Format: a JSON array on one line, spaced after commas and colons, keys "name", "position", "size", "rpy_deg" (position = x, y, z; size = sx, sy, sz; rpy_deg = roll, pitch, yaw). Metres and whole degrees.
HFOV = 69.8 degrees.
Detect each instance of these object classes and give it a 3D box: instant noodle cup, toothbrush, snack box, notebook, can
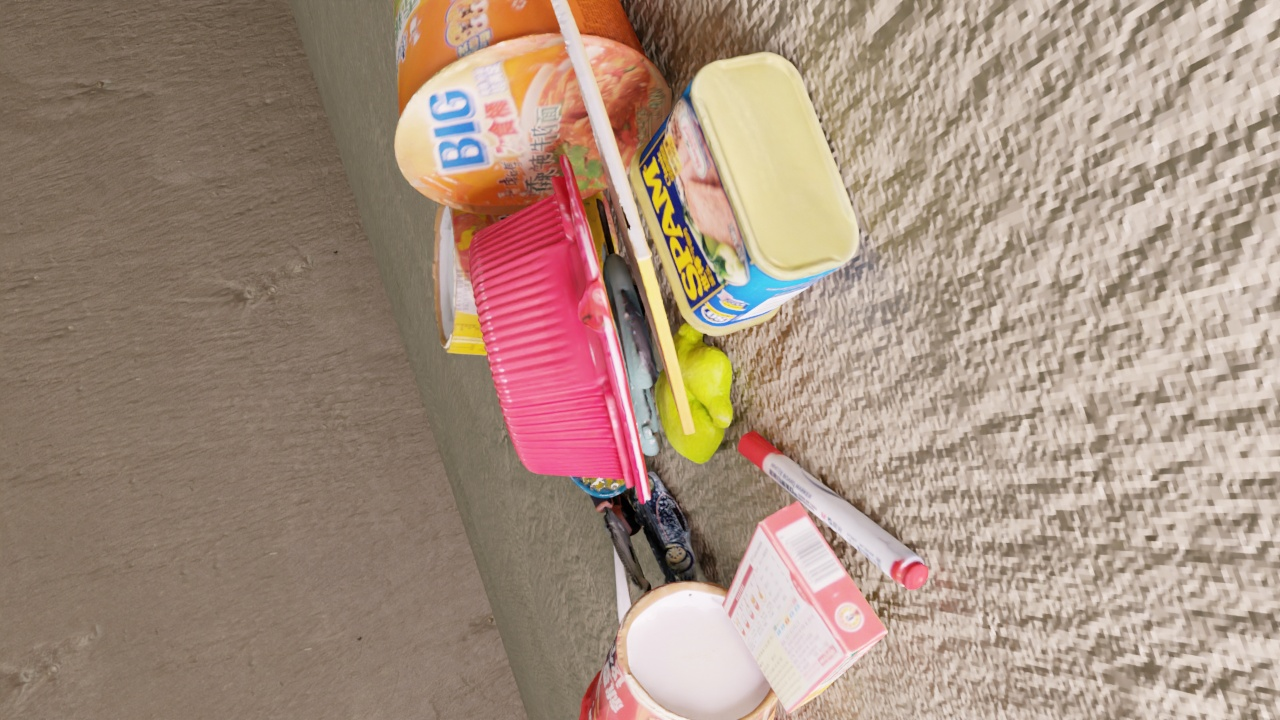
[{"name": "instant noodle cup", "position": [-0.089, -0.062, 0.661], "size": [0.138, 0.109, 0.138], "rpy_deg": [178, 90, -70]}, {"name": "instant noodle cup", "position": [-0.046, -0.010, 0.502], "size": [0.194, 0.066, 0.194], "rpy_deg": [162, 94, -88]}, {"name": "toothbrush", "position": [-0.019, 0.216, 0.925], "size": [0.016, 0.016, 0.180], "rpy_deg": [41, 145, 47]}, {"name": "snack box", "position": [0.084, 0.143, 0.510], "size": [0.077, 0.027, 0.156], "rpy_deg": [57, 162, 25]}, {"name": "notebook", "position": [-0.004, -0.060, 0.462], "size": [0.206, 0.010, 0.145], "rpy_deg": [71, -178, -66]}, {"name": "instant noodle cup", "position": [0.029, 0.223, 0.617], "size": [0.138, 0.137, 0.109], "rpy_deg": [55, 148, 41]}, {"name": "can", "position": [0.043, -0.071, 0.407], "size": [0.102, 0.057, 0.083], "rpy_deg": [70, 160, 7]}, {"name": "instant noodle cup", "position": [-0.069, -0.169, 0.513], "size": [0.152, 0.151, 0.111], "rpy_deg": [114, 143, -64]}]

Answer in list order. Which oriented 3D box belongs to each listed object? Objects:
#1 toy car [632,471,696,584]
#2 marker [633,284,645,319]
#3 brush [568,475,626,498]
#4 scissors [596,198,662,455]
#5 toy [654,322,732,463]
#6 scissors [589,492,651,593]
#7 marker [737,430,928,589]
[{"name": "toy car", "position": [0.021, 0.133, 0.703], "size": [0.049, 0.031, 0.105], "rpy_deg": [89, 161, -51]}, {"name": "marker", "position": [-0.004, 0.004, 0.670], "size": [0.020, 0.022, 0.132], "rpy_deg": [-118, 20, -50]}, {"name": "brush", "position": [-0.055, 0.047, 0.740], "size": [0.144, 0.055, 0.074], "rpy_deg": [56, 166, 9]}, {"name": "scissors", "position": [-0.005, -0.005, 0.544], "size": [0.169, 0.019, 0.175], "rpy_deg": [-106, 5, -68]}, {"name": "toy", "position": [0.032, 0.025, 0.570], "size": [0.096, 0.031, 0.100], "rpy_deg": [-128, 31, -53]}, {"name": "scissors", "position": [-0.011, 0.140, 0.743], "size": [0.209, 0.015, 0.182], "rpy_deg": [51, -179, 36]}, {"name": "marker", "position": [0.092, 0.071, 0.463], "size": [0.145, 0.017, 0.017], "rpy_deg": [38, 142, 58]}]
